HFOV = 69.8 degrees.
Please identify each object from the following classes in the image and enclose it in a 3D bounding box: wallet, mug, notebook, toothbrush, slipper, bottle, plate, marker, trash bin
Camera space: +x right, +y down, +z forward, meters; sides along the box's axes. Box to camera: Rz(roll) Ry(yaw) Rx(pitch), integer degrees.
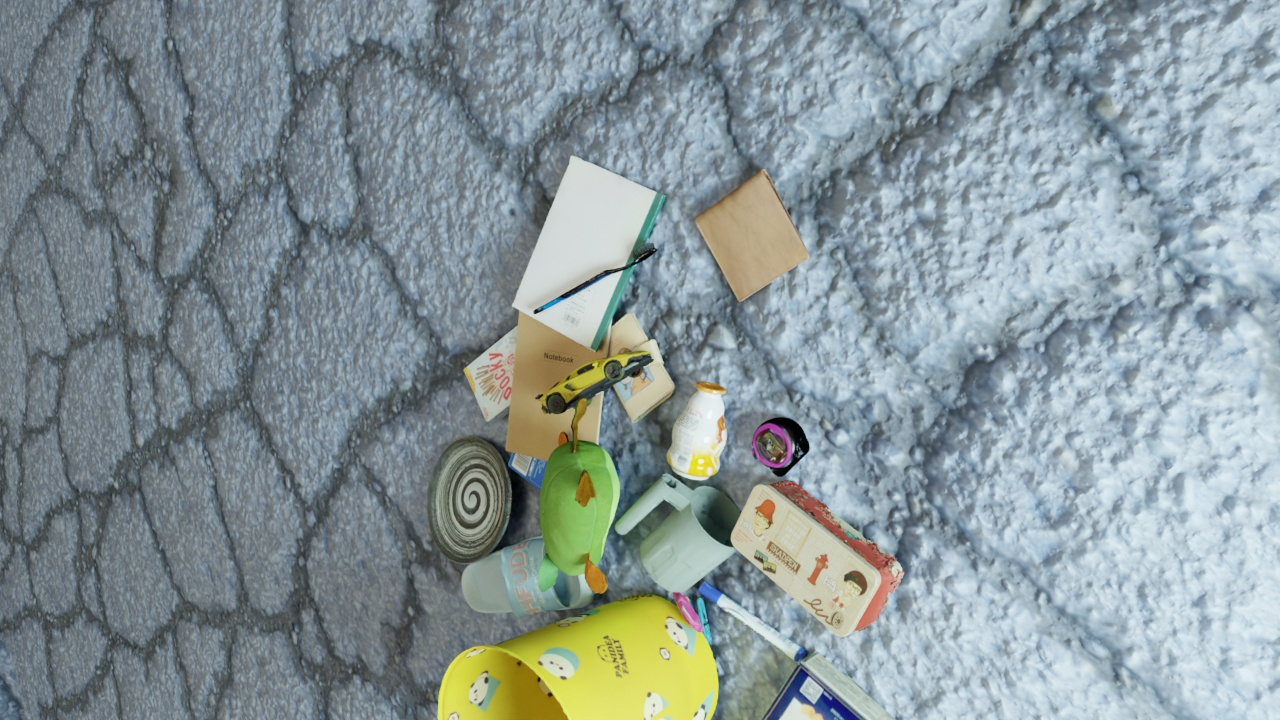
[{"bbox_3d":[-0.007,0.007,1.128,0.087,0.024,0.115,-40,69,36],"label":"wallet"},{"bbox_3d":[0.044,0.196,1.055,0.124,0.083,0.104,36,121,-9],"label":"mug"},{"bbox_3d":[-0.069,-0.134,1.144,0.150,0.012,0.209,29,100,29],"label":"notebook"},{"bbox_3d":[-0.059,-0.098,1.121,0.190,0.014,0.016,-25,74,26],"label":"toothbrush"},{"bbox_3d":[-0.163,0.294,1.231,0.246,0.074,0.104,-19,81,37],"label":"slipper"},{"bbox_3d":[0.069,0.080,1.052,0.063,0.063,0.108,21,106,33],"label":"bottle"},{"bbox_3d":[-0.238,0.197,1.296,0.180,0.024,0.179,-8,77,40],"label":"plate"},{"bbox_3d":[0.127,0.300,1.056,0.146,0.016,0.017,30,110,31],"label":"marker"},{"bbox_3d":[-0.108,0.029,1.177,0.148,0.008,0.208,10,98,32],"label":"notebook"},{"bbox_3d":[-0.057,0.393,1.041,0.230,0.254,0.230,7,101,39],"label":"trash bin"},{"bbox_3d":[0.124,-0.138,1.024,0.101,0.020,0.115,-32,78,33],"label":"wallet"}]

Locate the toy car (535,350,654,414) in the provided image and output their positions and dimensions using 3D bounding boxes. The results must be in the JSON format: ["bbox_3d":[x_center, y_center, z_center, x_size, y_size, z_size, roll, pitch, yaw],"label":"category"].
[{"bbox_3d":[-0.053,0.023,1.097,0.156,0.071,0.041,-29,82,23],"label":"toy car"}]

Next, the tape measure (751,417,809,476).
[{"bbox_3d":[0.152,0.092,1.007,0.057,0.039,0.058,-48,67,29],"label":"tape measure"}]

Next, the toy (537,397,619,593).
[{"bbox_3d":[-0.073,0.169,1.081,0.247,0.090,0.226,102,161,-45],"label":"toy"}]

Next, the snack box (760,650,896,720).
[{"bbox_3d":[0.209,0.444,0.990,0.178,0.045,0.183,38,114,28],"label":"snack box"}]

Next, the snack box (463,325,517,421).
[{"bbox_3d":[-0.170,0.011,1.243,0.157,0.026,0.084,-35,74,32],"label":"snack box"}]

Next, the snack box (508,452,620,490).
[{"bbox_3d":[-0.102,0.141,1.203,0.157,0.026,0.085,32,112,30],"label":"snack box"}]

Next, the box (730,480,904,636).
[{"bbox_3d":[0.190,0.203,0.976,0.168,0.076,0.091,37,115,35],"label":"box"}]

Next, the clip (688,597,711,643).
[{"bbox_3d":[0.070,0.312,1.100,0.043,0.014,0.056,-19,84,37],"label":"clip"}]

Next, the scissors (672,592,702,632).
[{"bbox_3d":[0.038,0.269,1.099,0.017,0.057,0.133,-36,46,-2],"label":"scissors"}]
